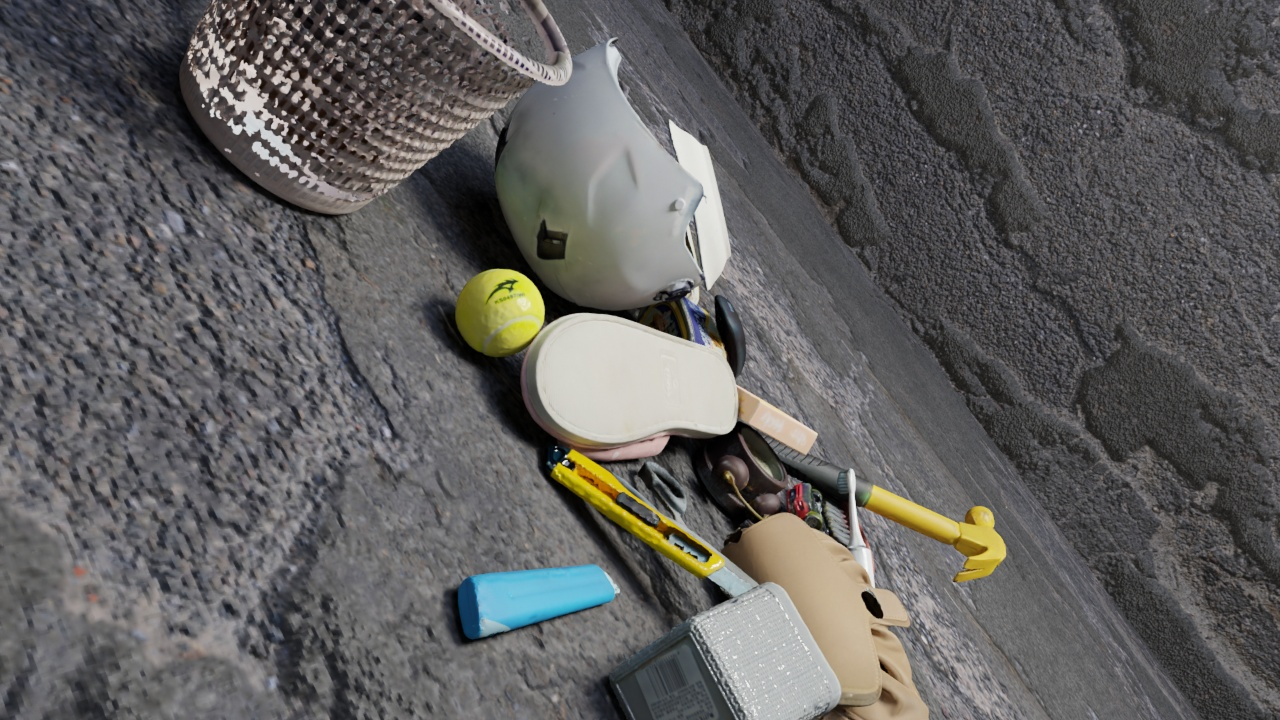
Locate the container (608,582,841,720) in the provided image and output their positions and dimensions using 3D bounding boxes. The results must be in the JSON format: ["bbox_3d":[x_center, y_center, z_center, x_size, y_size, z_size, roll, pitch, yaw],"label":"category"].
[{"bbox_3d":[0.051,0.203,0.573,0.114,0.090,0.090,6,48,-57],"label":"container"}]

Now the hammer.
[{"bbox_3d":[0.230,0.138,0.939,0.301,0.033,0.128,24,24,4],"label":"hammer"}]

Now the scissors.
[{"bbox_3d":[0.032,0.130,0.696,0.178,0.014,0.159,31,18,-12],"label":"scissors"}]

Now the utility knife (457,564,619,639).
[{"bbox_3d":[-0.054,0.141,0.556,0.161,0.018,0.034,14,45,-60],"label":"utility knife"}]

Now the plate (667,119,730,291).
[{"bbox_3d":[0.061,-0.152,0.900,0.163,0.034,0.164,-62,139,-82],"label":"plate"}]

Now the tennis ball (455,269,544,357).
[{"bbox_3d":[-0.104,-0.035,0.678,0.065,0.066,0.065,42,23,-22],"label":"tennis ball"}]

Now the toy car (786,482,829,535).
[{"bbox_3d":[0.158,0.173,0.852,0.052,0.045,0.120,-66,140,-68],"label":"toy car"}]

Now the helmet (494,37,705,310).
[{"bbox_3d":[-0.051,-0.142,0.832,0.259,0.145,0.229,96,-29,-70],"label":"helmet"}]

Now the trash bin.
[{"bbox_3d":[-0.190,-0.213,0.617,0.227,0.192,0.227,42,23,-23],"label":"trash bin"}]

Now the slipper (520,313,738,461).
[{"bbox_3d":[-0.007,0.025,0.760,0.273,0.055,0.114,4,75,-53],"label":"slipper"}]

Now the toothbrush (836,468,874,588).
[{"bbox_3d":[0.203,0.205,0.851,0.026,0.026,0.220,36,46,-49],"label":"toothbrush"}]

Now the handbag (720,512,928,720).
[{"bbox_3d":[0.148,0.216,0.728,0.147,0.100,0.204,28,29,-37],"label":"handbag"}]

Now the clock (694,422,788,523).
[{"bbox_3d":[0.096,0.109,0.859,0.082,0.055,0.121,45,19,-16],"label":"clock"}]

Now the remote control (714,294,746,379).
[{"bbox_3d":[0.094,-0.024,0.949,0.136,0.024,0.053,76,-6,-63],"label":"remote control"}]

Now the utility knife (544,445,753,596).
[{"bbox_3d":[0.010,0.116,0.651,0.192,0.015,0.033,34,38,6],"label":"utility knife"}]

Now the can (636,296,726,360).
[{"bbox_3d":[0.038,-0.013,0.921,0.049,0.075,0.148,34,25,-30],"label":"can"}]

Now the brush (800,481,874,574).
[{"bbox_3d":[0.202,0.175,0.958,0.069,0.063,0.145,31,24,-13],"label":"brush"}]

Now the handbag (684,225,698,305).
[{"bbox_3d":[0.033,-0.130,0.986,0.178,0.063,0.163,-119,-170,-52],"label":"handbag"}]

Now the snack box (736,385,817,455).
[{"bbox_3d":[0.100,0.041,0.921,0.084,0.026,0.157,30,2,-32],"label":"snack box"}]
